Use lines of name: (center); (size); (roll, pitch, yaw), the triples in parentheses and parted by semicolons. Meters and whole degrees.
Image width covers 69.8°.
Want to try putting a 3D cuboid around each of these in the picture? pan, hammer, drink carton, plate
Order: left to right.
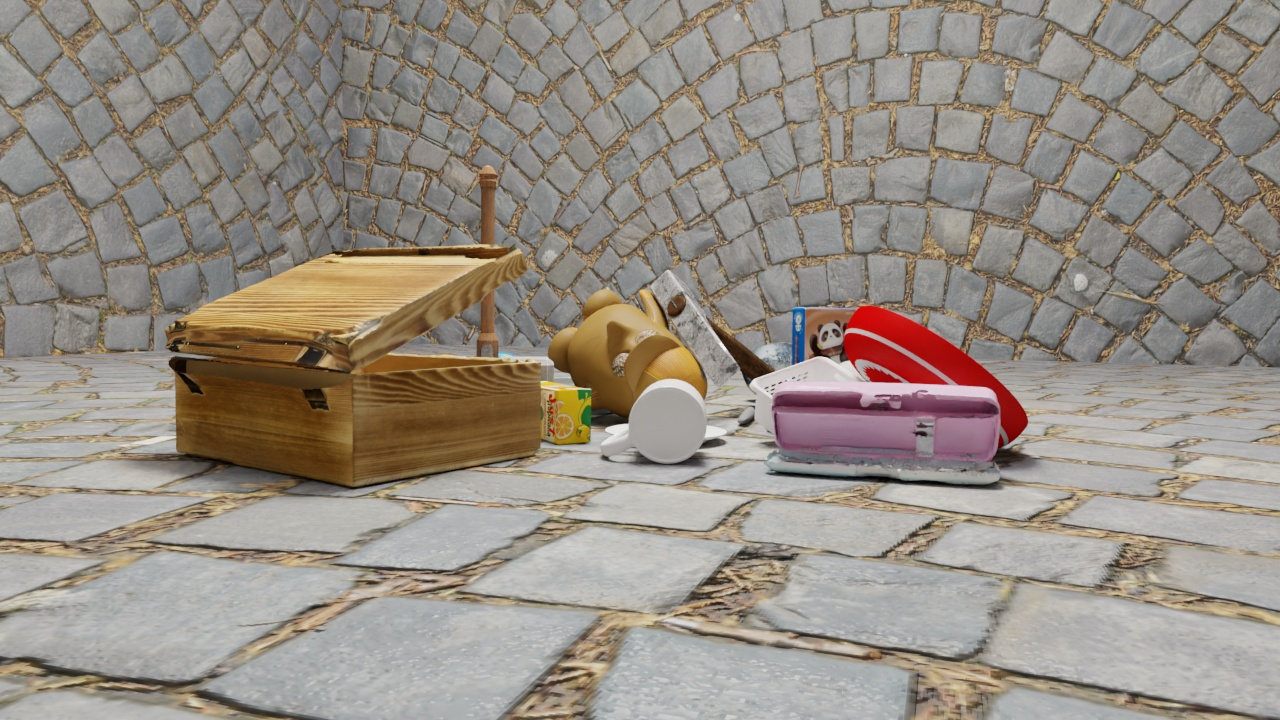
hammer: (-0.188, -0.079, 1.131); (0.162, 0.317, 0.083); (0, 4, -6)
drink carton: (-0.098, 0.057, 1.032); (0.041, 0.058, 0.123); (-1, 4, -31)
plate: (0.028, 0.083, 1.021); (0.134, 0.011, 0.134); (1, 3, 0)
hammer: (0.150, 0.017, 1.233); (0.300, 0.037, 0.217); (35, 16, -40)
pan: (0.329, 0.042, 1.035); (0.209, 0.067, 0.356); (37, -4, 26)

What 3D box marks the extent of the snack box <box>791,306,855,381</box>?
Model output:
snack box: (0.254, 0.002, 1.272); (0.087, 0.151, 0.034); (-1, 2, -24)

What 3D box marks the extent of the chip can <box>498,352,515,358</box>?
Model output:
chip can: (-0.221, 0.029, 1.362); (0.080, 0.080, 0.229); (1, 3, 0)

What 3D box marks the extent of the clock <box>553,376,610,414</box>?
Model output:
clock: (-0.079, 0.049, 1.312); (0.159, 0.045, 0.122); (-1, 4, -8)

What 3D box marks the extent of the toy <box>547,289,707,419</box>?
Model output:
toy: (-0.007, 0.007, 1.158); (0.203, 0.198, 0.162); (31, -15, 41)

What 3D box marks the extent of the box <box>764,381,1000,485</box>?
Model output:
box: (0.214, 0.078, 0.821); (0.202, 0.088, 0.095); (2, 37, 17)

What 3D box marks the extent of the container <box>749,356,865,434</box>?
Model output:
container: (0.185, 0.047, 1.015); (0.129, 0.050, 0.081); (-17, 40, -37)

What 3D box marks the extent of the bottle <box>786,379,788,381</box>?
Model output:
bottle: (0.283, 0.046, 1.386); (0.146, 0.051, 0.051); (1, 3, 6)

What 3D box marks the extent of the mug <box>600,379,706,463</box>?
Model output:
mug: (0.012, 0.066, 0.906); (0.110, 0.074, 0.090); (-25, 1, 5)

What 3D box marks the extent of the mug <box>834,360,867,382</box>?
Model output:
mug: (0.272, 0.055, 1.192); (0.107, 0.071, 0.089); (35, 36, 28)

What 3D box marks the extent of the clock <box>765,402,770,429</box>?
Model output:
clock: (0.209, 0.069, 1.109); (0.122, 0.035, 0.094); (2, 3, 1)

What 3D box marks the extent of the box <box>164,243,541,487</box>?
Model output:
box: (-0.282, -0.008, 0.878); (0.280, 0.215, 0.256); (5, 7, 35)

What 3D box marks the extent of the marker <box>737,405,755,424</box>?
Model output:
marker: (0.141, 0.073, 1.218); (0.022, 0.016, 0.138); (-30, -4, 14)

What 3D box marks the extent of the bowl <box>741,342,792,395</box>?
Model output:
bowl: (0.218, 0.030, 1.453); (0.114, 0.060, 0.115); (1, -40, 0)
